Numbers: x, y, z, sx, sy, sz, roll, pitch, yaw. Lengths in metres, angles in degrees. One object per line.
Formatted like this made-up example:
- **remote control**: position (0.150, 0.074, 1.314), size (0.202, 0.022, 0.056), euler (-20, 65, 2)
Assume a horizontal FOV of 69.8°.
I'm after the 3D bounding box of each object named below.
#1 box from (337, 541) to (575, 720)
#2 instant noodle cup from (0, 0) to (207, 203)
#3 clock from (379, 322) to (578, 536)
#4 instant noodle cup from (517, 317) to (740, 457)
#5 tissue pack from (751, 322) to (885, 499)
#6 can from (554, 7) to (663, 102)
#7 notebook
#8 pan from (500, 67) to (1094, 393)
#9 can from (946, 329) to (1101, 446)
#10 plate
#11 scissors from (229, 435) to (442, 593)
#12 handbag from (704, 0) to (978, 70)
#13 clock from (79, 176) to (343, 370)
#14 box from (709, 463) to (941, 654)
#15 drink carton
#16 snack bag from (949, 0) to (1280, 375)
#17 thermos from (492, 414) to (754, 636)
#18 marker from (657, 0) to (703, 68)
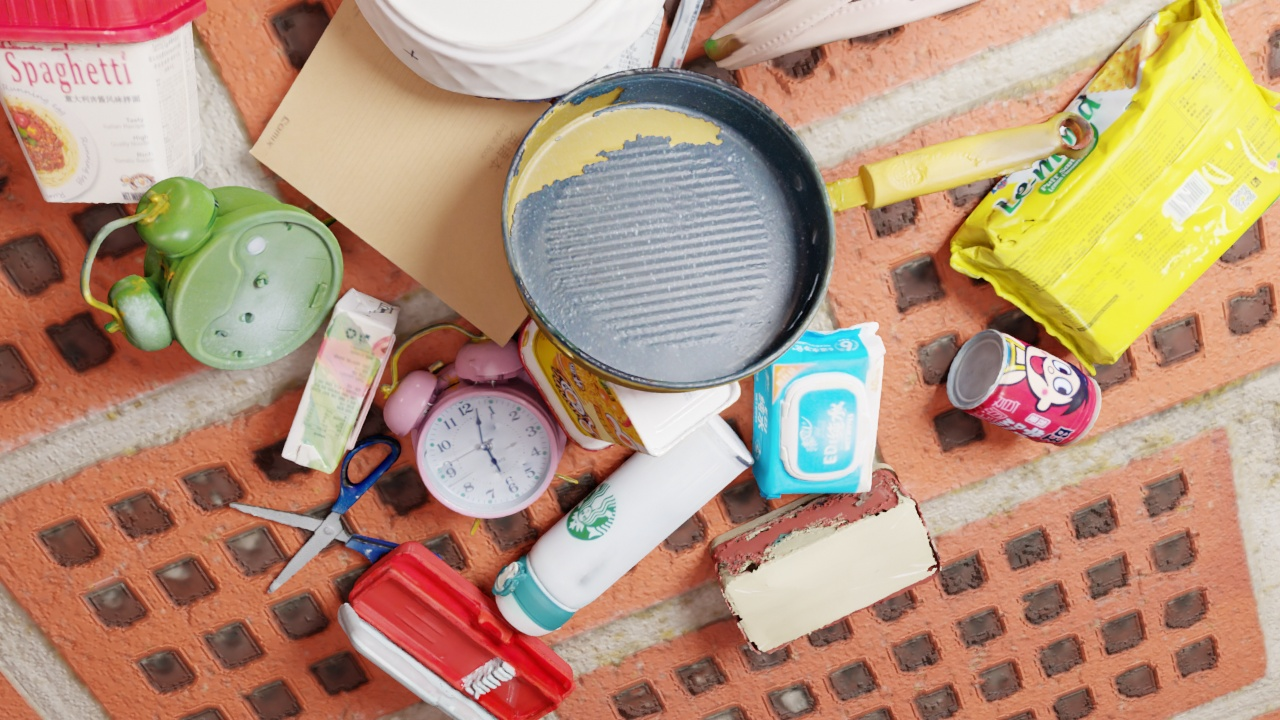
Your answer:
- **box**: position (-0.144, 0.246, 0.717), size (0.095, 0.098, 0.201), euler (-38, 113, 14)
- **instant noodle cup**: position (-0.324, -0.166, 0.554), size (0.116, 0.116, 0.124), euler (-1, 121, -6)
- **clock**: position (-0.121, 0.044, 0.673), size (0.117, 0.059, 0.158), euler (-27, 108, 3)
- **instant noodle cup**: position (-0.004, 0.004, 0.622), size (0.116, 0.124, 0.116), euler (-35, 111, -16)
- **tissue pack**: position (0.132, 0.038, 0.694), size (0.090, 0.063, 0.140), euler (-2, 110, -5)
- **can**: position (-0.027, -0.172, 0.604), size (0.058, 0.058, 0.147), euler (10, 109, -10)
- **notebook**: position (-0.130, -0.129, 0.596), size (0.211, 0.012, 0.150), euler (38, 107, -4)
- **pan**: position (0.095, -0.095, 0.546), size (0.357, 0.078, 0.197), euler (-12, 81, -12)
- **can**: position (0.294, 0.023, 0.703), size (0.093, 0.066, 0.067), euler (22, 106, -13)
- **plate**: position (-0.079, -0.260, 0.536), size (0.205, 0.045, 0.205), euler (0, 89, 3)
- **scissors**: position (-0.231, 0.132, 0.719), size (0.162, 0.012, 0.174), euler (38, 103, -17)
- **handbag**: position (0.145, -0.236, 0.540), size (0.234, 0.193, 0.093), euler (-28, 108, 15)
- **clock**: position (-0.267, -0.056, 0.581), size (0.056, 0.161, 0.116), euler (35, 108, 26)
- **box**: position (0.147, 0.161, 0.734), size (0.168, 0.077, 0.091), euler (-26, 111, 3)
- **drink carton**: position (-0.212, 0.015, 0.657), size (0.045, 0.053, 0.123), euler (21, 107, -13)
- **snack bag**: position (0.359, -0.118, 0.660), size (0.158, 0.068, 0.247), euler (37, 102, -17)
- **thermos**: position (-0.019, 0.125, 0.709), size (0.224, 0.073, 0.073), euler (-42, 108, 10)
- **marker**: position (0.024, -0.212, 0.617), size (0.017, 0.017, 0.146), euler (17, 107, -12)
